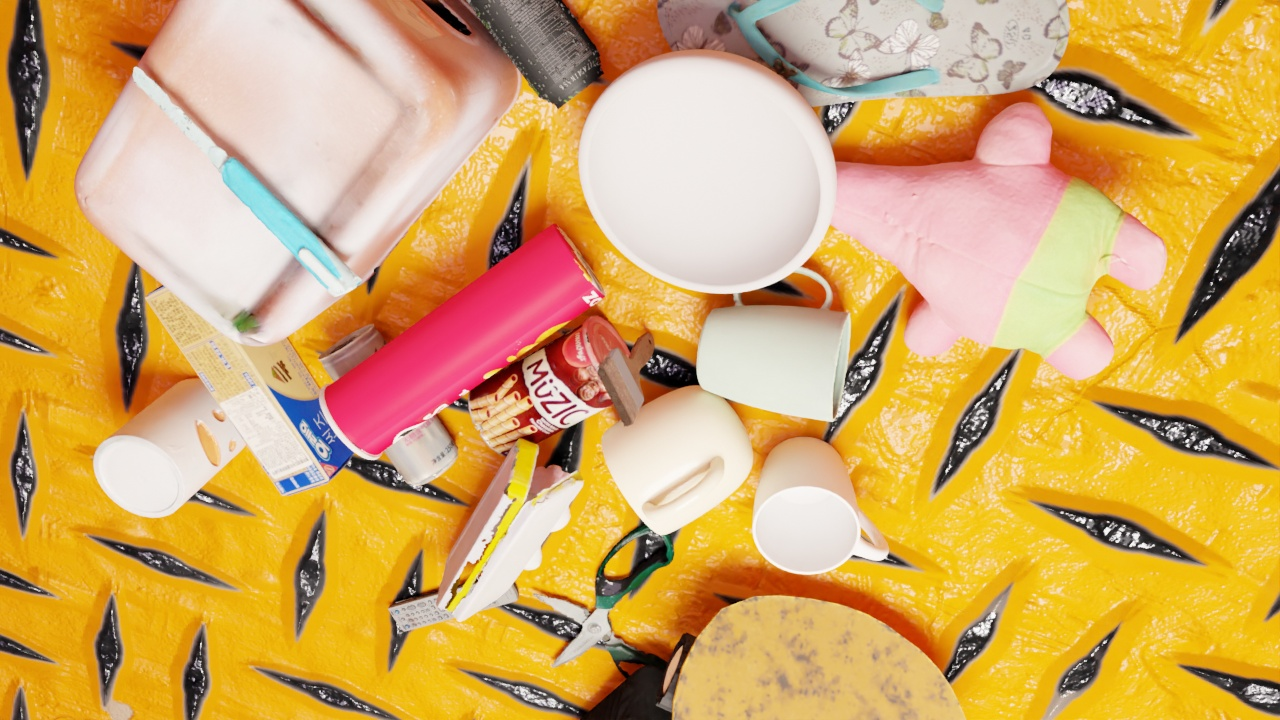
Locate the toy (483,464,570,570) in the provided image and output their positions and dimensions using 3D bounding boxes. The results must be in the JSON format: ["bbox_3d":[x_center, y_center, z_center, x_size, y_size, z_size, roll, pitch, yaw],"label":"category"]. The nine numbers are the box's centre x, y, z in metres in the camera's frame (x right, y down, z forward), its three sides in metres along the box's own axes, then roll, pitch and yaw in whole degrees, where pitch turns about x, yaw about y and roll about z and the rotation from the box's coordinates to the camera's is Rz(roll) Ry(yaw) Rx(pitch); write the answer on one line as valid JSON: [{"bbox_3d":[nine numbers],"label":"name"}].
[{"bbox_3d":[-0.100,0.132,0.810,0.079,0.037,0.123,33,124,-10],"label":"toy"}]

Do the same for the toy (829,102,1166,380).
[{"bbox_3d":[0.223,-0.082,0.632,0.237,0.096,0.192,24,120,13],"label":"toy"}]

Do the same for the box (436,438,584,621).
[{"bbox_3d":[-0.118,0.149,0.761,0.070,0.067,0.211,35,131,1],"label":"box"}]

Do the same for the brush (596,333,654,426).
[{"bbox_3d":[-0.004,0.004,0.675,0.008,0.142,0.045,-23,101,17],"label":"brush"}]

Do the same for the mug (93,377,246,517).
[{"bbox_3d":[-0.401,0.073,0.794,0.082,0.105,0.082,3,116,7],"label":"mug"}]

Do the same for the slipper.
[{"bbox_3d":[0.142,-0.209,0.602,0.269,0.054,0.098,6,118,5],"label":"slipper"}]

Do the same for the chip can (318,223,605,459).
[{"bbox_3d":[-0.134,-0.014,0.699,0.221,0.069,0.069,-35,106,6],"label":"chip can"}]

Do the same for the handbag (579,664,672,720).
[{"bbox_3d":[0.010,0.377,0.858,0.125,0.114,0.154,27,127,-12],"label":"handbag"}]

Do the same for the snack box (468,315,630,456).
[{"bbox_3d":[-0.070,0.022,0.735,0.121,0.072,0.072,-28,108,20],"label":"snack box"}]

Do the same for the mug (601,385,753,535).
[{"bbox_3d":[0.037,0.077,0.716,0.100,0.120,0.096,-33,111,10],"label":"mug"}]

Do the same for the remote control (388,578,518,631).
[{"bbox_3d":[-0.180,0.233,0.884,0.137,0.013,0.033,-20,111,17],"label":"remote control"}]

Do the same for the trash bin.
[{"bbox_3d":[-0.235,-0.154,0.631,0.181,0.157,0.260,43,115,-11],"label":"trash bin"}]

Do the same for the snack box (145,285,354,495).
[{"bbox_3d":[-0.326,0.015,0.782,0.056,0.057,0.207,-19,111,21],"label":"snack box"}]

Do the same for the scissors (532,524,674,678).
[{"bbox_3d":[0.002,0.251,0.863,0.203,0.015,0.202,36,115,-10],"label":"scissors"}]

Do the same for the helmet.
[{"bbox_3d":[0.141,0.321,0.800,0.255,0.204,0.131,24,158,1],"label":"helmet"}]

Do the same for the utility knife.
[{"bbox_3d":[-0.239,-0.108,0.557,0.022,0.015,0.176,-34,107,21],"label":"utility knife"}]

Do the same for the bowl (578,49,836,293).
[{"bbox_3d":[0.050,-0.135,0.632,0.177,0.066,0.177,13,134,14],"label":"bowl"}]

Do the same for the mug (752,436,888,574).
[{"bbox_3d":[0.146,0.119,0.736,0.114,0.087,0.081,27,116,-4],"label":"mug"}]

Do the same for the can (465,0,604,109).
[{"bbox_3d":[-0.082,-0.240,0.621,0.054,0.053,0.137,-32,106,21],"label":"can"}]

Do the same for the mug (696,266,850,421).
[{"bbox_3d":[0.102,-0.017,0.690,0.104,0.084,0.111,9,89,18],"label":"mug"}]

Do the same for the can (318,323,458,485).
[{"bbox_3d":[-0.210,0.039,0.775,0.054,0.054,0.135,-24,109,19],"label":"can"}]
